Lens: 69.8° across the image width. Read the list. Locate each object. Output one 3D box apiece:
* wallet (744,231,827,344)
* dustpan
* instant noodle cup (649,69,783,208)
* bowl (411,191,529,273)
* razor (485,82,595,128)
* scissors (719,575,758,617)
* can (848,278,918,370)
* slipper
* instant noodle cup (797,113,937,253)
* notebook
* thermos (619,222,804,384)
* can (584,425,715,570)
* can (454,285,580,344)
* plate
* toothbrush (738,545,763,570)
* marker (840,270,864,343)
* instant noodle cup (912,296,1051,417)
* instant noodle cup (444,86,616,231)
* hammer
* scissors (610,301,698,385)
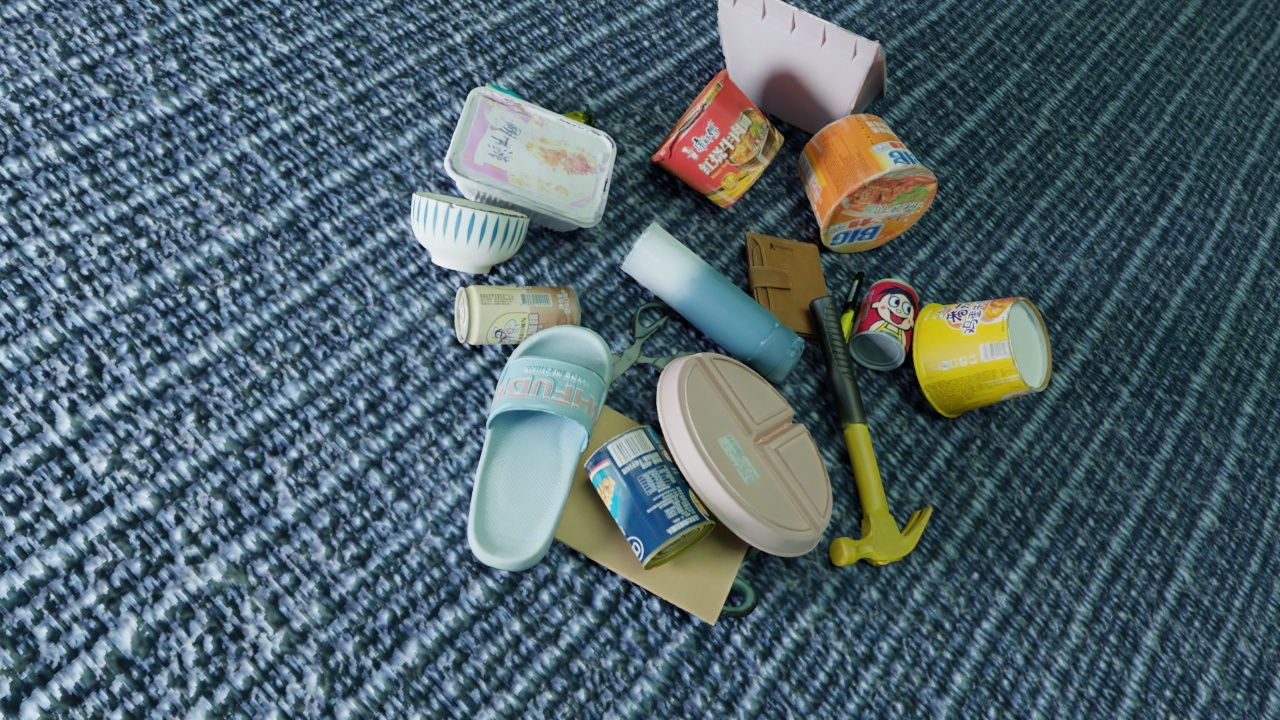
[{"bbox_3d":[0.167,-0.086,1.078,0.119,0.035,0.130,10,60,-26],"label":"wallet"},{"bbox_3d":[0.211,-0.398,1.150,0.222,0.274,0.138,32,73,13],"label":"dustpan"},{"bbox_3d":[0.094,-0.254,1.083,0.108,0.138,0.137,38,55,-10],"label":"instant noodle cup"},{"bbox_3d":[-0.174,-0.125,0.918,0.116,0.116,0.066,10,101,-18],"label":"bowl"},{"bbox_3d":[-0.118,-0.298,1.073,0.132,0.028,0.043,11,36,-21],"label":"razor"},{"bbox_3d":[0.068,0.175,0.885,0.170,0.019,0.181,-2,57,-18],"label":"scissors"},{"bbox_3d":[0.288,-0.044,1.081,0.066,0.067,0.093,30,55,-5],"label":"can"},{"bbox_3d":[-0.095,0.069,0.838,0.104,0.074,0.244,16,64,-1],"label":"slipper"},{"bbox_3d":[0.270,-0.222,1.131,0.151,0.152,0.111,-6,57,-25],"label":"instant noodle cup"},{"bbox_3d":[0.005,0.137,0.875,0.211,0.012,0.149,28,56,5],"label":"notebook"},{"bbox_3d":[0.080,-0.059,1.001,0.220,0.070,0.070,39,55,2],"label":"thermos"},{"bbox_3d":[0.007,0.122,0.833,0.075,0.075,0.111,-20,65,-30],"label":"can"},{"bbox_3d":[-0.122,-0.045,0.913,0.116,0.059,0.058,-2,64,-23],"label":"can"},{"bbox_3d":[0.110,0.084,0.904,0.229,0.028,0.229,31,36,-27],"label":"plate"},{"bbox_3d":[0.109,0.191,0.910,0.191,0.018,0.016,-29,77,-30],"label":"toothbrush"},{"bbox_3d":[0.254,-0.064,1.108,0.015,0.018,0.123,30,55,-7],"label":"marker"},{"bbox_3d":[0.396,-0.010,1.054,0.137,0.110,0.138,13,71,-42],"label":"instant noodle cup"},{"bbox_3d":[-0.122,-0.209,1.004,0.173,0.060,0.137,17,58,-12],"label":"instant noodle cup"},{"bbox_3d":[0.233,0.072,0.999,0.128,0.033,0.300,-1,70,-27],"label":"hammer"},{"bbox_3d":[-0.008,-0.004,0.960,0.159,0.014,0.175,22,53,-14],"label":"scissors"}]
